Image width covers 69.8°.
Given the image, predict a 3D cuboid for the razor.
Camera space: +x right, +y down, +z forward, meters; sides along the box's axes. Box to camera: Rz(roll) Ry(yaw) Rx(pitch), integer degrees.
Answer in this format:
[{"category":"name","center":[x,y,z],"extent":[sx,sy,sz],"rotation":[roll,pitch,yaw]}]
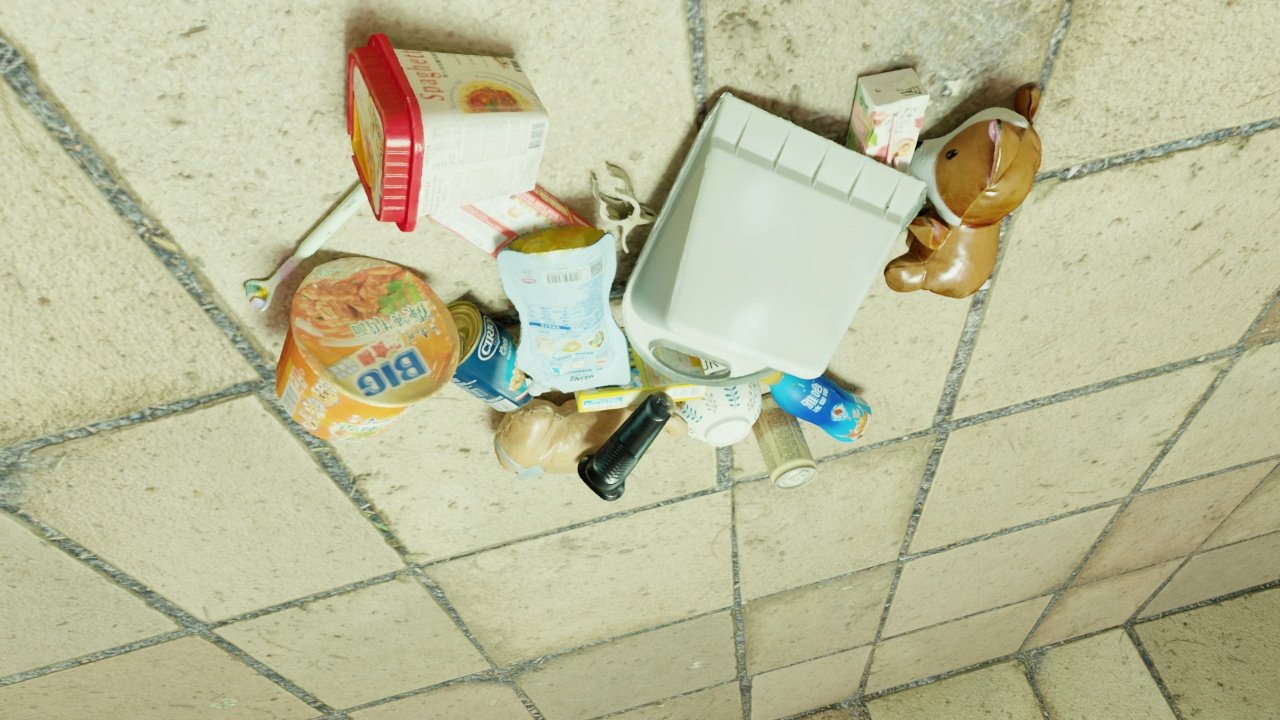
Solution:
[{"category":"razor","center":[-0.012,0.089,0.992],"extent":[0.067,0.062,0.168],"rotation":[-39,169,-47]}]

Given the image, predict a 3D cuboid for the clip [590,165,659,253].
[{"category":"clip","center":[-0.014,-0.136,0.838],"extent":[0.072,0.034,0.100],"rotation":[-27,152,14]}]

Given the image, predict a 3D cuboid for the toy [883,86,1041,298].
[{"category":"toy","center":[0.308,-0.159,0.875],"extent":[0.130,0.139,0.200],"rotation":[30,137,8]}]

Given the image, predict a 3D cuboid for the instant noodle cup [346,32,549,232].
[{"category":"instant noodle cup","center":[-0.143,-0.169,0.679],"extent":[0.124,0.116,0.117],"rotation":[-11,147,-27]}]

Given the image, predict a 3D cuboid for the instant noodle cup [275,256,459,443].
[{"category":"instant noodle cup","center":[-0.256,-0.002,0.834],"extent":[0.151,0.151,0.112],"rotation":[11,145,-33]}]

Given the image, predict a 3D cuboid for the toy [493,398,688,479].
[{"category":"toy","center":[-0.060,0.085,1.077],"extent":[0.225,0.082,0.144],"rotation":[-3,156,-22]}]

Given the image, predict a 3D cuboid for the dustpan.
[{"category":"dustpan","center":[0.102,-0.086,0.876],"extent":[0.222,0.142,0.258],"rotation":[18,96,-19]}]

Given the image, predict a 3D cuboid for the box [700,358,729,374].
[{"category":"box","center":[0.135,-0.029,1.025],"extent":[0.163,0.076,0.088],"rotation":[-17,123,6]}]

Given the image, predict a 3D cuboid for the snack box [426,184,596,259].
[{"category":"snack box","center":[-0.111,-0.123,0.819],"extent":[0.075,0.025,0.152],"rotation":[-35,141,23]}]

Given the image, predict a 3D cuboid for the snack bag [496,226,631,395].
[{"category":"snack bag","center":[-0.069,-0.038,0.867],"extent":[0.110,0.038,0.191],"rotation":[-15,135,-10]}]

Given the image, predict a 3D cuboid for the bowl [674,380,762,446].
[{"category":"bowl","center":[0.100,0.066,1.131],"extent":[0.113,0.062,0.114],"rotation":[-11,146,-8]}]

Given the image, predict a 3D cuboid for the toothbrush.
[{"category":"toothbrush","center":[-0.277,-0.105,0.785],"extent":[0.190,0.029,0.020],"rotation":[-36,-177,24]}]

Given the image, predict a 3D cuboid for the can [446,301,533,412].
[{"category":"can","center":[-0.157,-0.001,0.925],"extent":[0.075,0.075,0.111],"rotation":[-28,144,17]}]

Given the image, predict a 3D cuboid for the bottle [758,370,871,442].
[{"category":"bottle","center":[0.211,0.045,1.141],"extent":[0.065,0.065,0.218],"rotation":[-36,140,26]}]

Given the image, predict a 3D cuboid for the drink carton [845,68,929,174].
[{"category":"drink carton","center":[0.218,-0.198,0.830],"extent":[0.053,0.045,0.123],"rotation":[-13,145,-7]}]

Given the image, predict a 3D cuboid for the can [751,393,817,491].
[{"category":"can","center":[0.178,0.102,1.161],"extent":[0.058,0.116,0.059],"rotation":[-10,144,-8]}]

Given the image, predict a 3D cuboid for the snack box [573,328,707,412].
[{"category":"snack box","center":[-0.006,0.006,0.983],"extent":[0.140,0.086,0.034],"rotation":[-5,143,-16]}]
